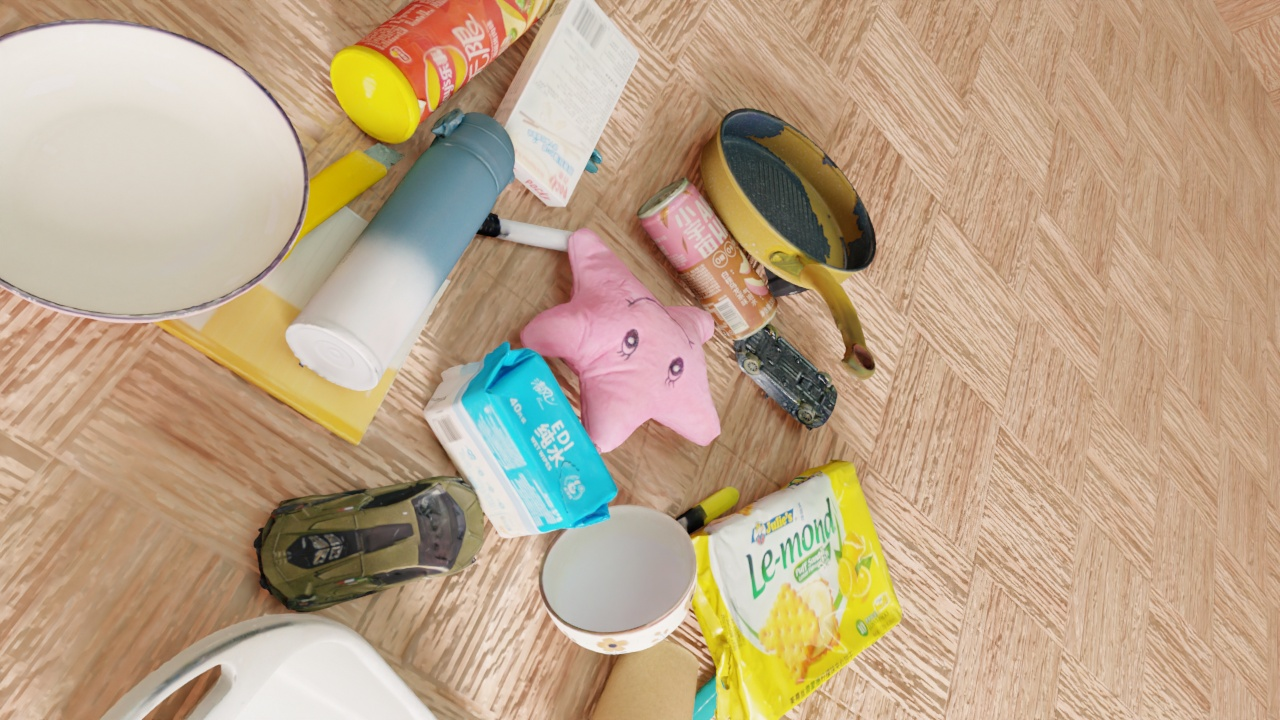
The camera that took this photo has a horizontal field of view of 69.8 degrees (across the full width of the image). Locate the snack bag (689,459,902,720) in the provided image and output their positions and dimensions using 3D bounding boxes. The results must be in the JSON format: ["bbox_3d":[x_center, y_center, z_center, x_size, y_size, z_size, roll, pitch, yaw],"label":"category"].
[{"bbox_3d":[0.124,0.190,0.780,0.245,0.068,0.158,-15,86,-46],"label":"snack bag"}]

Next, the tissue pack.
[{"bbox_3d":[-0.082,0.058,0.637,0.063,0.090,0.140,-39,103,-41],"label":"tissue pack"}]

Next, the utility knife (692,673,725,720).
[{"bbox_3d":[0.048,0.281,0.734,0.159,0.013,0.029,-29,99,-44],"label":"utility knife"}]

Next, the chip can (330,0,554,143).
[{"bbox_3d":[-0.139,-0.252,0.694,0.073,0.073,0.216,47,52,-19],"label":"chip can"}]

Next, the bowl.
[{"bbox_3d":[-0.013,0.167,0.666,0.113,0.113,0.062,-50,145,-37],"label":"bowl"}]

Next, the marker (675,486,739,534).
[{"bbox_3d":[0.038,0.137,0.768,0.123,0.015,0.018,-25,93,-39],"label":"marker"}]

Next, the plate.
[{"bbox_3d":[-0.293,-0.104,0.524,0.192,0.039,0.192,11,64,-23],"label":"plate"}]

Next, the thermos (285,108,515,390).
[{"bbox_3d":[-0.154,-0.083,0.623,0.070,0.070,0.219,41,54,-24],"label":"thermos"}]

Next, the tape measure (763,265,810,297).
[{"bbox_3d":[0.154,-0.100,0.921,0.065,0.034,0.065,-14,88,-41],"label":"tape measure"}]

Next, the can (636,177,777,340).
[{"bbox_3d":[0.061,-0.089,0.823,0.147,0.058,0.057,52,51,-16],"label":"can"}]

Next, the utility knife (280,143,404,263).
[{"bbox_3d":[-0.218,-0.099,0.604,0.033,0.015,0.172,52,50,-14],"label":"utility knife"}]

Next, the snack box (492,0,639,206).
[{"bbox_3d":[-0.062,-0.212,0.740,0.084,0.027,0.156,38,70,-43],"label":"snack box"}]

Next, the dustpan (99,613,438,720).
[{"bbox_3d":[-0.182,0.257,0.464,0.258,0.143,0.222,49,52,-17],"label":"dustpan"}]

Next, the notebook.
[{"bbox_3d":[-0.237,-0.058,0.595,0.206,0.010,0.145,38,55,-25],"label":"notebook"}]

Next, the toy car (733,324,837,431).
[{"bbox_3d":[0.136,0.015,0.872,0.120,0.037,0.054,43,54,-10],"label":"toy car"}]

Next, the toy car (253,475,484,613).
[{"bbox_3d":[-0.165,0.112,0.587,0.157,0.042,0.070,-7,82,-44],"label":"toy car"}]

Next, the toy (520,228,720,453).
[{"bbox_3d":[-0.004,0.004,0.727,0.194,0.075,0.178,35,54,-25],"label":"toy"}]

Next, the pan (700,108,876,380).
[{"bbox_3d":[0.151,-0.105,0.821,0.197,0.078,0.356,25,44,-24],"label":"pan"}]

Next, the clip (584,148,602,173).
[{"bbox_3d":[-0.055,-0.183,0.783,0.057,0.014,0.046,42,55,-26],"label":"clip"}]

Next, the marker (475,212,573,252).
[{"bbox_3d":[-0.086,-0.102,0.729,0.130,0.018,0.022,5,87,-39],"label":"marker"}]

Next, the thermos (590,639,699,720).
[{"bbox_3d":[-0.003,0.274,0.648,0.093,0.093,0.142,41,46,-24],"label":"thermos"}]
